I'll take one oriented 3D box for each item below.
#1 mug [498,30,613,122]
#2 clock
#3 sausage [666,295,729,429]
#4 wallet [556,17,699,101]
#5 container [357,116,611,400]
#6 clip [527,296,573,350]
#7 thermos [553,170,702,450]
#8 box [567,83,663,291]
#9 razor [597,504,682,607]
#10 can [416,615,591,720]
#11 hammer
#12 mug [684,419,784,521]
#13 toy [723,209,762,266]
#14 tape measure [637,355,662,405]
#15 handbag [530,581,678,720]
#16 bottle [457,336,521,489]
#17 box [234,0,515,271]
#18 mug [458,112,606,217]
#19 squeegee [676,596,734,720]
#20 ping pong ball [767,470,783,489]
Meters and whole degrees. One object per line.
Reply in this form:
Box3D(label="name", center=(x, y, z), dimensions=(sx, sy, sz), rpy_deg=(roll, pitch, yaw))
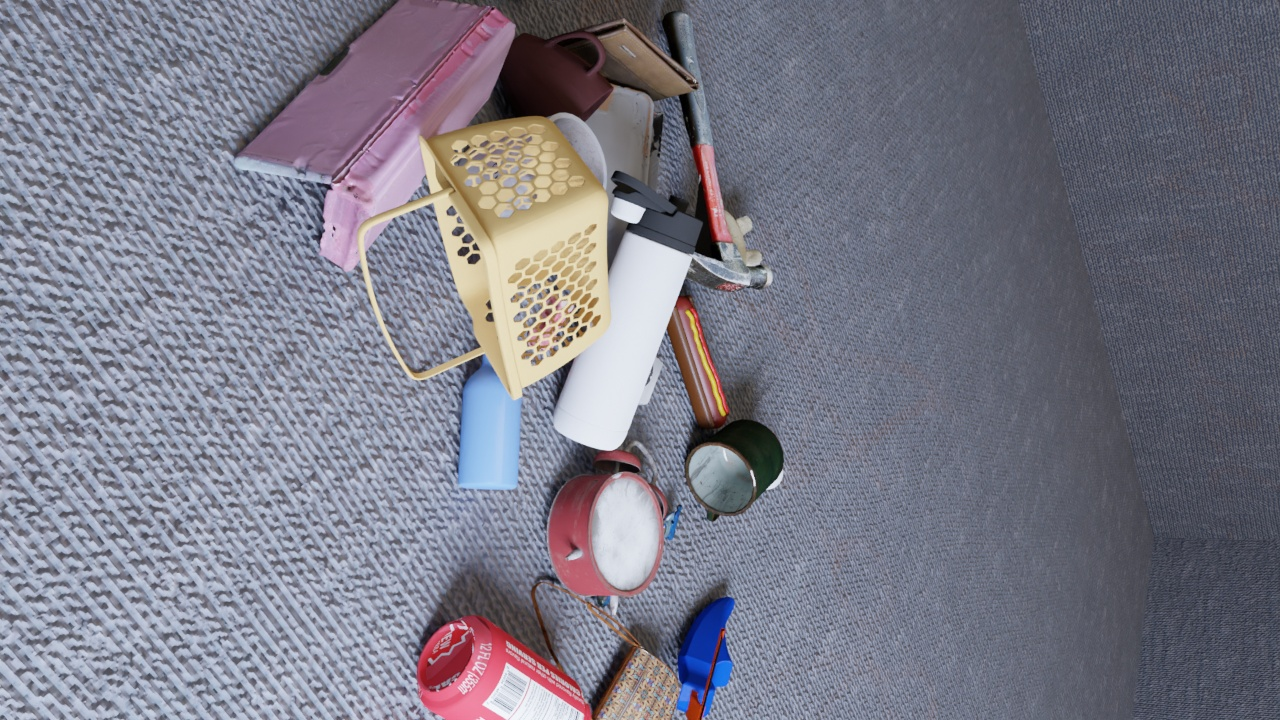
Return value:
Box3D(label="mug", center=(-0.077, -0.253, 0.814), dimensions=(0.088, 0.114, 0.086), rpy_deg=(46, 41, -9))
Box3D(label="clock", center=(-0.028, 0.143, 0.840), dimensions=(0.110, 0.062, 0.156), rpy_deg=(56, 43, -29))
Box3D(label="sausage", center=(0.061, 0.003, 0.996), dimensions=(0.040, 0.040, 0.155), rpy_deg=(-35, 112, -49))
Box3D(label="wallet", center=(-0.015, -0.289, 0.900), dimensions=(0.121, 0.099, 0.027), rpy_deg=(25, 72, -48))
Box3D(label="container", center=(-0.115, -0.068, 0.669), dimensions=(0.166, 0.129, 0.184), rpy_deg=(-26, 151, -16))
Box3D(label="clip", center=(-0.078, -0.035, 0.830), dimensions=(0.023, 0.044, 0.060), rpy_deg=(44, 38, -35))
Box3D(label="thermos", center=(-0.022, -0.040, 0.805), dimensions=(0.101, 0.068, 0.230), rpy_deg=(15, 99, -38))
Box3D(label="box", center=(-0.025, -0.155, 0.915), dimensions=(0.114, 0.096, 0.216), rpy_deg=(12, 71, -21))
Box3D(label="razor", center=(-0.002, 0.191, 0.900), dimensions=(0.140, 0.018, 0.044), rpy_deg=(-39, 150, -46))
Box3D(label="can", center=(-0.104, 0.258, 0.711), dimensions=(0.142, 0.075, 0.074), rpy_deg=(48, 49, -36))
Box3D(label="hammer", center=(0.061, -0.234, 1.008), dimensions=(0.140, 0.036, 0.326), rpy_deg=(0, 75, -40))
Box3D(label="mug", center=(0.101, 0.125, 1.003), dimensions=(0.081, 0.085, 0.111), rpy_deg=(-29, 141, -52))
Box3D(label="toy", center=(0.093, -0.130, 1.051), dimensions=(0.112, 0.050, 0.087), rpy_deg=(-24, 99, -36))
Box3D(label="tape measure", center=(-0.006, 0.005, 0.928), dimensions=(0.065, 0.017, 0.064), rpy_deg=(49, 49, -36))
Box3D(label="handbag", center=(-0.044, 0.273, 0.831), dimensions=(0.196, 0.043, 0.093), rpy_deg=(53, 49, -20))
Box3D(label="bottle", center=(-0.121, 0.038, 0.749), dimensions=(0.048, 0.048, 0.131), rpy_deg=(15, 72, -50))
Box3D(label="box", center=(-0.196, -0.191, 0.687), dimensions=(0.107, 0.100, 0.232), rpy_deg=(31, 55, -7))
Box3D(label="mug", center=(-0.085, -0.141, 0.786), dimensions=(0.082, 0.097, 0.119), rpy_deg=(-47, 120, -45))
Box3D(label="squeegee", center=(0.066, 0.303, 0.926), dimensions=(0.184, 0.055, 0.250), rpy_deg=(-54, 157, -58))
Box3D(label="ping pong ball", center=(0.148, 0.132, 1.085), dimensions=(0.040, 0.040, 0.040), rpy_deg=(12, 75, -51))
